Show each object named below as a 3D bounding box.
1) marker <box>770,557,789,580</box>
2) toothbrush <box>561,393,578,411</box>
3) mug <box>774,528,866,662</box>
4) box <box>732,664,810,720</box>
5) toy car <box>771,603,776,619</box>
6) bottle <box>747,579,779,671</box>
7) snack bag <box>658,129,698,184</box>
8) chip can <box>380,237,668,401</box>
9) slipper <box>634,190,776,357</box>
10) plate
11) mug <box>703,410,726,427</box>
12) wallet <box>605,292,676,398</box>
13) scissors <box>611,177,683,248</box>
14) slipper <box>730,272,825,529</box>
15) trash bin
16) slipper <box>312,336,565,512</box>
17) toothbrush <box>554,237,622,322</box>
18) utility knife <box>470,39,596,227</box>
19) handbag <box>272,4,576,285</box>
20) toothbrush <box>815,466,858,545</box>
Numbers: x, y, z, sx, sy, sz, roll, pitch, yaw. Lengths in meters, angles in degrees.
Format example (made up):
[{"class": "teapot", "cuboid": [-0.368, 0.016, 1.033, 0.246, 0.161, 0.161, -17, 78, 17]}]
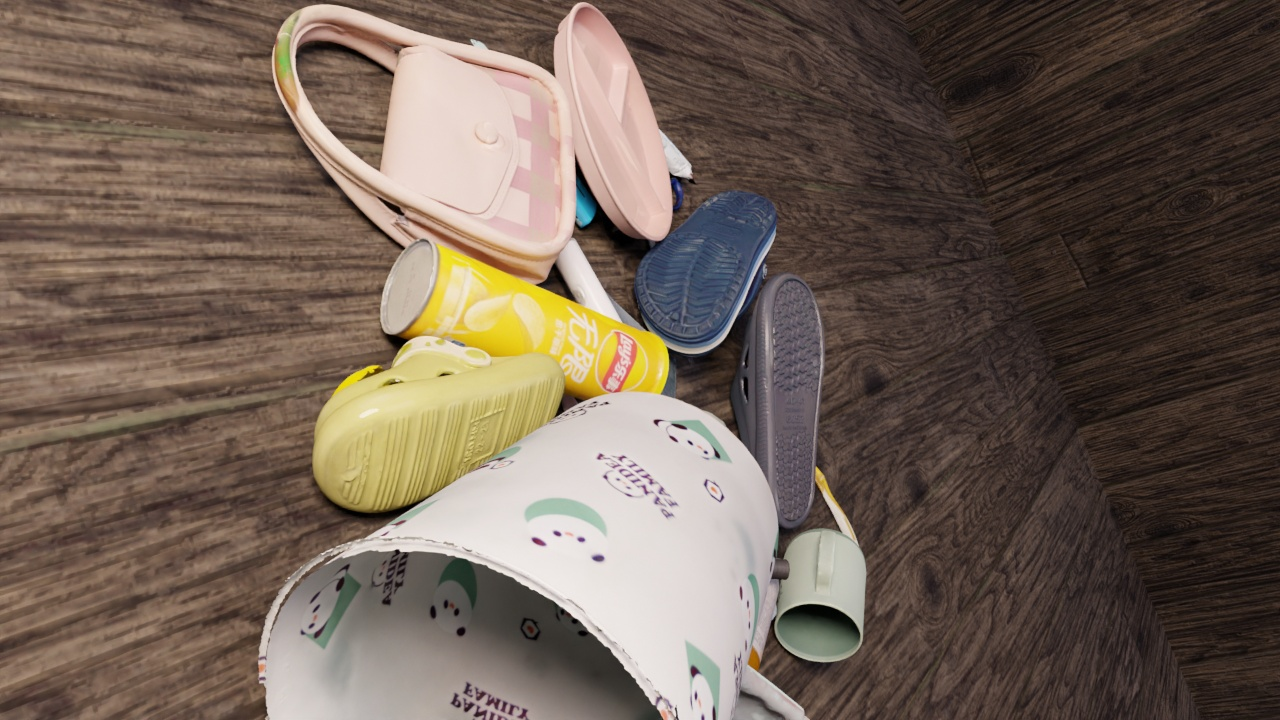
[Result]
[{"class": "marker", "cuboid": [0.057, 0.165, 0.748, 0.132, 0.020, 0.022, 6, 21, -12]}, {"class": "toothbrush", "cuboid": [-0.050, 0.052, 0.737, 0.021, 0.029, 0.189, 142, -74, -84]}, {"class": "mug", "cuboid": [0.176, 0.213, 0.885, 0.106, 0.082, 0.112, -67, 159, -52]}, {"class": "box", "cuboid": [0.065, 0.300, 0.644, 0.201, 0.161, 0.060, 46, -1, -30]}, {"class": "toy car", "cuboid": [0.099, 0.193, 0.852, 0.048, 0.031, 0.105, 3, 66, -56]}, {"class": "bottle", "cuboid": [0.064, 0.233, 0.738, 0.068, 0.068, 0.189, 54, 34, -18]}, {"class": "snack bag", "cuboid": [0.026, -0.233, 1.022, 0.105, 0.026, 0.045, 39, 2, -34]}, {"class": "chip can", "cuboid": [-0.077, -0.019, 0.668, 0.213, 0.072, 0.072, 23, 52, -39]}, {"class": "slipper", "cuboid": [0.068, -0.085, 0.935, 0.252, 0.105, 0.095, -59, 155, -44]}, {"class": "plate", "cuboid": [-0.025, -0.222, 0.875, 0.229, 0.028, 0.229, -14, 90, -71]}, {"class": "mug", "cuboid": [0.024, 0.094, 0.757, 0.124, 0.084, 0.103, 37, 40, -38]}, {"class": "wallet", "cuboid": [-0.005, 0.005, 0.835, 0.121, 0.019, 0.097, 42, 39, -36]}, {"class": "scissors", "cuboid": [0.003, -0.174, 0.968, 0.162, 0.012, 0.176, -14, 84, -57]}, {"class": "slipper", "cuboid": [0.132, 0.040, 0.967, 0.110, 0.083, 0.268, 7, 82, -49]}, {"class": "trash bin", "cuboid": [-0.036, 0.143, 0.520, 0.229, 0.230, 0.251, 61, 28, -7]}, {"class": "slipper", "cuboid": [-0.132, 0.031, 0.587, 0.081, 0.092, 0.190, 36, 31, 29]}, {"class": "toothbrush", "cuboid": [-0.054, -0.074, 0.789, 0.026, 0.027, 0.221, -20, 77, -48]}, {"class": "utility knife", "cuboid": [-0.098, -0.209, 0.838, 0.191, 0.018, 0.034, 56, 34, -12]}, {"class": "handbag", "cuboid": [-0.159, -0.168, 0.675, 0.234, 0.094, 0.193, 24, 50, -37]}, {"class": "toothbrush", "cuboid": [0.214, 0.141, 1.064, 0.191, 0.018, 0.016, 62, 34, -7]}]
